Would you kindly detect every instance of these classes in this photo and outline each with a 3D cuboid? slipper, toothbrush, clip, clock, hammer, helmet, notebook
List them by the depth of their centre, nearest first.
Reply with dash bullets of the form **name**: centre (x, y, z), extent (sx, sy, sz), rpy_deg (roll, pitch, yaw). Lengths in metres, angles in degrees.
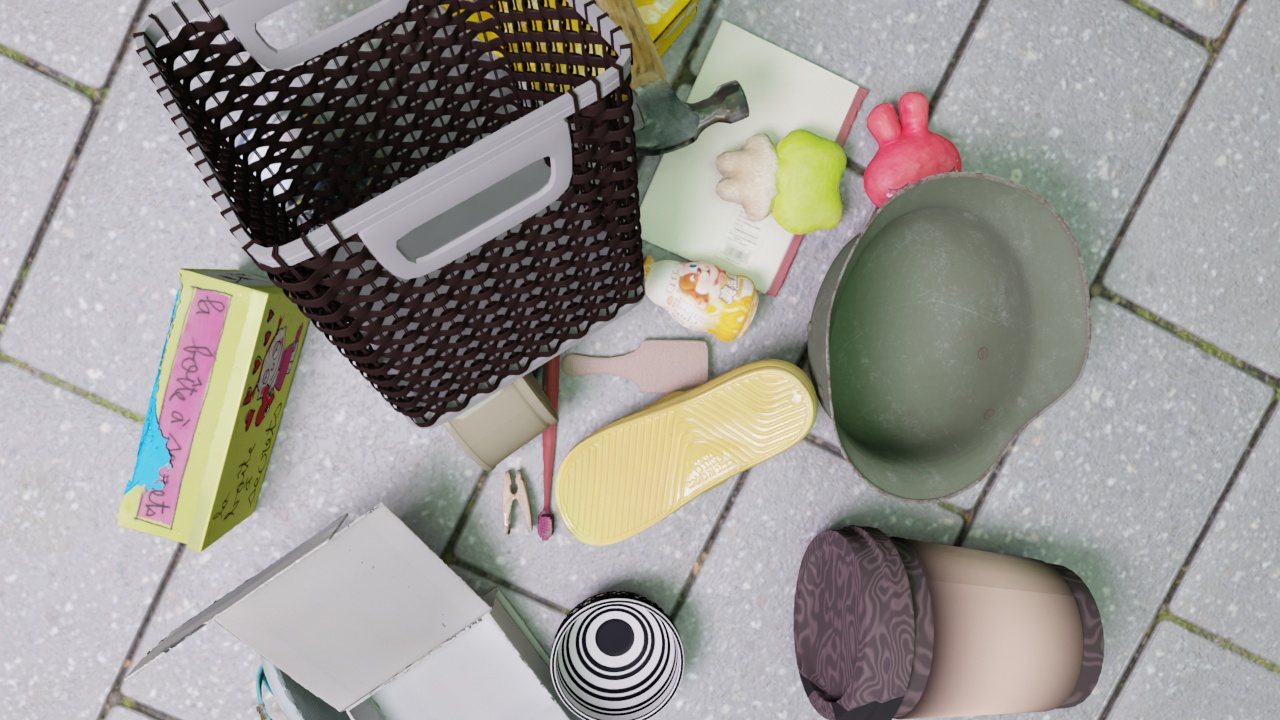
- **hammer**: centre (-0.037, -0.320, 0.735), extent (0.132, 0.033, 0.330), rpy_deg (-23, 87, 4)
- **clock**: centre (-0.315, -0.162, 0.780), extent (0.057, 0.083, 0.117), rpy_deg (31, 92, -13)
- **helmet**: centre (0.236, -0.017, 0.793), extent (0.227, 0.154, 0.268), rpy_deg (8, 93, -12)
- **slipper**: centre (-0.292, 0.338, 0.824), extent (0.054, 0.098, 0.269), rpy_deg (-26, 98, -2)
- **slipper**: centre (0.037, 0.075, 0.826), extent (0.264, 0.078, 0.099), rpy_deg (-28, 95, 20)
- **notebook**: centre (0.099, -0.182, 0.840), extent (0.153, 0.012, 0.209), rpy_deg (24, 94, -7)
- **toothbrush**: centre (-0.085, 0.074, 0.851), extent (0.016, 0.016, 0.190), rpy_deg (2, 96, -3)
- **clip**: centre (-0.108, 0.132, 0.852), extent (0.045, 0.025, 0.061), rpy_deg (2, 92, -4)

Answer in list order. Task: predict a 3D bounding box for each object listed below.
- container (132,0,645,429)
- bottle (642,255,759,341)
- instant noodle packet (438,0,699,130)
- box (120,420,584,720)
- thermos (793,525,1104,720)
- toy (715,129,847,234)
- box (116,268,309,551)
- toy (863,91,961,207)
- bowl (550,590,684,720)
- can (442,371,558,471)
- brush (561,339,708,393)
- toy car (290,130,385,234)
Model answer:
- **container**: centre (-0.149, -0.132, 0.657), extent (0.247, 0.244, 0.245), rpy_deg (-32, 61, -11)
- **bottle**: centre (0.049, -0.059, 0.823), extent (0.109, 0.063, 0.063), rpy_deg (19, 94, -6)
- **instant noodle packet**: centre (-0.078, -0.325, 0.787), extent (0.221, 0.084, 0.163), rpy_deg (42, 92, -1)
- **box**: centre (-0.218, 0.232, 0.797), extent (0.166, 0.108, 0.419), rpy_deg (-34, 112, 0)
- **thermos**: centre (0.273, 0.241, 0.823), extent (0.226, 0.173, 0.173), rpy_deg (6, 95, -11)
- **toy**: centre (0.124, -0.160, 0.817), extent (0.118, 0.043, 0.092), rpy_deg (2, 98, -2)
- **box**: centre (-0.355, 0.036, 0.778), extent (0.079, 0.124, 0.221), rpy_deg (15, 93, -3)
- **toy**: centre (0.247, -0.174, 0.833), extent (0.091, 0.045, 0.135), rpy_deg (-15, 103, -4)
- **bowl**: centre (-0.023, 0.267, 0.849), extent (0.120, 0.066, 0.120), rpy_deg (0, 96, -4)
- **can**: centre (-0.135, 0.022, 0.787), extent (0.073, 0.128, 0.128), rpy_deg (-34, 97, -2)
- **brush**: centre (-0.005, 0.005, 0.853), extent (0.136, 0.015, 0.050), rpy_deg (1, 95, 2)
- **toy car**: centre (-0.263, -0.150, 0.807), extent (0.048, 0.033, 0.105), rpy_deg (32, 95, -5)
